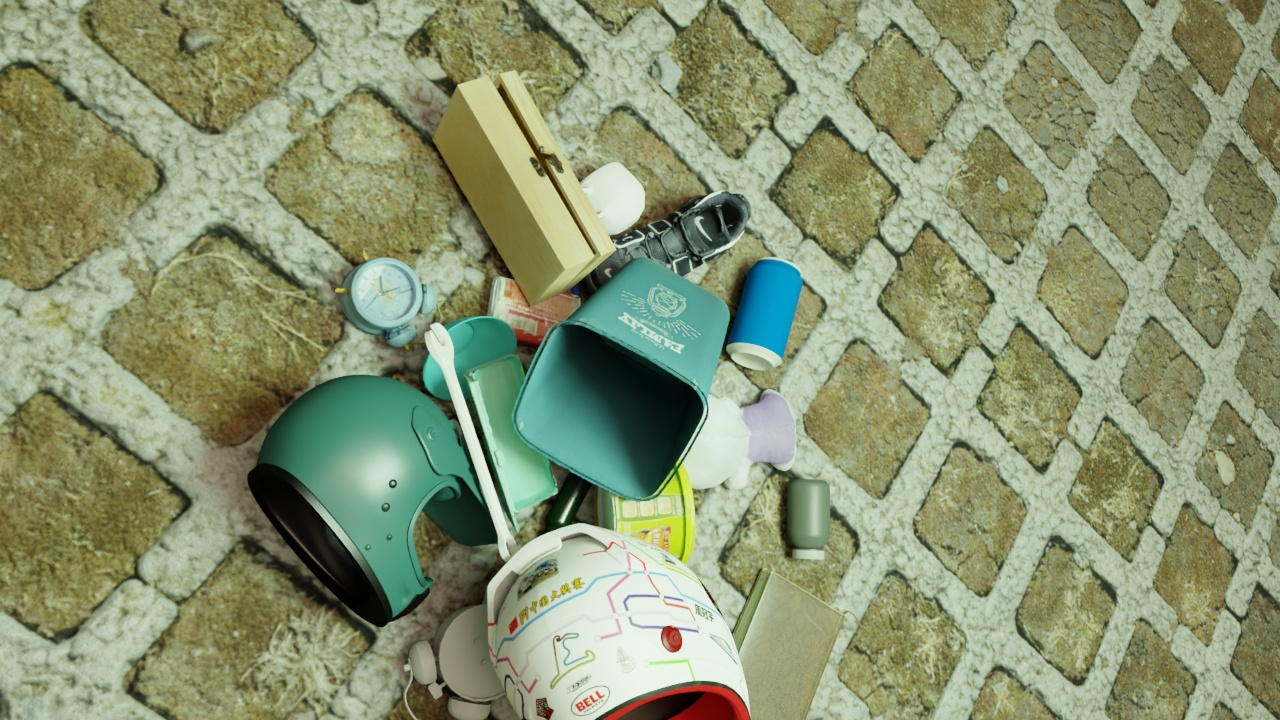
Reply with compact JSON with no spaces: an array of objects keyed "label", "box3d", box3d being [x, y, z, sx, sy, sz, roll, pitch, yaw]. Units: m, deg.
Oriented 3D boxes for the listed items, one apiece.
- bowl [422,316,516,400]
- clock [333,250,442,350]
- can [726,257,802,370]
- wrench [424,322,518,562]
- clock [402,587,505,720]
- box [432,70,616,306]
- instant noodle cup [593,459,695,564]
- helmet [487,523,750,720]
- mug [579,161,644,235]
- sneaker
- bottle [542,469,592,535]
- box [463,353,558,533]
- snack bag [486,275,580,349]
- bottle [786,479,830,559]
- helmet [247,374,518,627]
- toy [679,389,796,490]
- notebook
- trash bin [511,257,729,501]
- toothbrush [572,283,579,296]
[{"label":"bowl","box3d":[-0.212,-0.014,1.093,0.121,0.121,0.046,-22,48,-28]},{"label":"clock","box3d":[-0.290,-0.068,1.074,0.124,0.052,0.088,38,67,-20]},{"label":"can","box3d":[0.175,-0.065,1.287,0.079,0.079,0.146,25,72,-21]},{"label":"wrench","box3d":[-0.182,0.086,0.990,0.009,0.047,0.273,-22,82,13]},{"label":"clock","box3d":[-0.197,0.346,1.046,0.120,0.061,0.158,49,64,-11]},{"label":"box","box3d":[-0.142,-0.205,1.107,0.091,0.128,0.249,-28,86,-28]},{"label":"instant noodle cup","box3d":[0.000,0.188,1.129,0.097,0.146,0.146,-2,82,-16]},{"label":"helmet","box3d":[-0.024,0.311,0.989,0.231,0.235,0.314,-35,133,7]},{"label":"mug","box3d":[-0.045,-0.203,1.185,0.076,0.090,0.123,56,27,1]},{"label":"sneaker","box3d":[0.050,-0.152,1.200,0.251,0.151,0.097,-32,97,-26]},{"label":"bottle","box3d":[-0.099,0.195,1.136,0.033,0.033,0.122,34,69,-17]},{"label":"box","box3d":[-0.149,0.094,1.078,0.078,0.112,0.187,-17,102,-7]},{"label":"snack bag","box3d":[-0.136,-0.056,1.157,0.115,0.036,0.077,13,75,-24]},{"label":"bottle","box3d":[0.234,0.221,1.280,0.060,0.060,0.108,7,78,-25]},{"label":"helmet","box3d":[-0.266,0.139,0.984,0.199,0.177,0.275,-45,111,-39]},{"label":"toy","box3d":[0.125,0.106,1.235,0.209,0.086,0.137,-4,84,-32]},{"label":"notebook","box3d":[0.201,0.417,1.246,0.190,0.035,0.215,34,69,-18]},{"label":"trash bin","box3d":[-0.006,0.006,1.084,0.196,0.200,0.218,29,37,1]},{"label":"toothbrush","box3d":[-0.080,-0.044,1.200,0.016,0.011,0.186,-3,80,-27]}]
